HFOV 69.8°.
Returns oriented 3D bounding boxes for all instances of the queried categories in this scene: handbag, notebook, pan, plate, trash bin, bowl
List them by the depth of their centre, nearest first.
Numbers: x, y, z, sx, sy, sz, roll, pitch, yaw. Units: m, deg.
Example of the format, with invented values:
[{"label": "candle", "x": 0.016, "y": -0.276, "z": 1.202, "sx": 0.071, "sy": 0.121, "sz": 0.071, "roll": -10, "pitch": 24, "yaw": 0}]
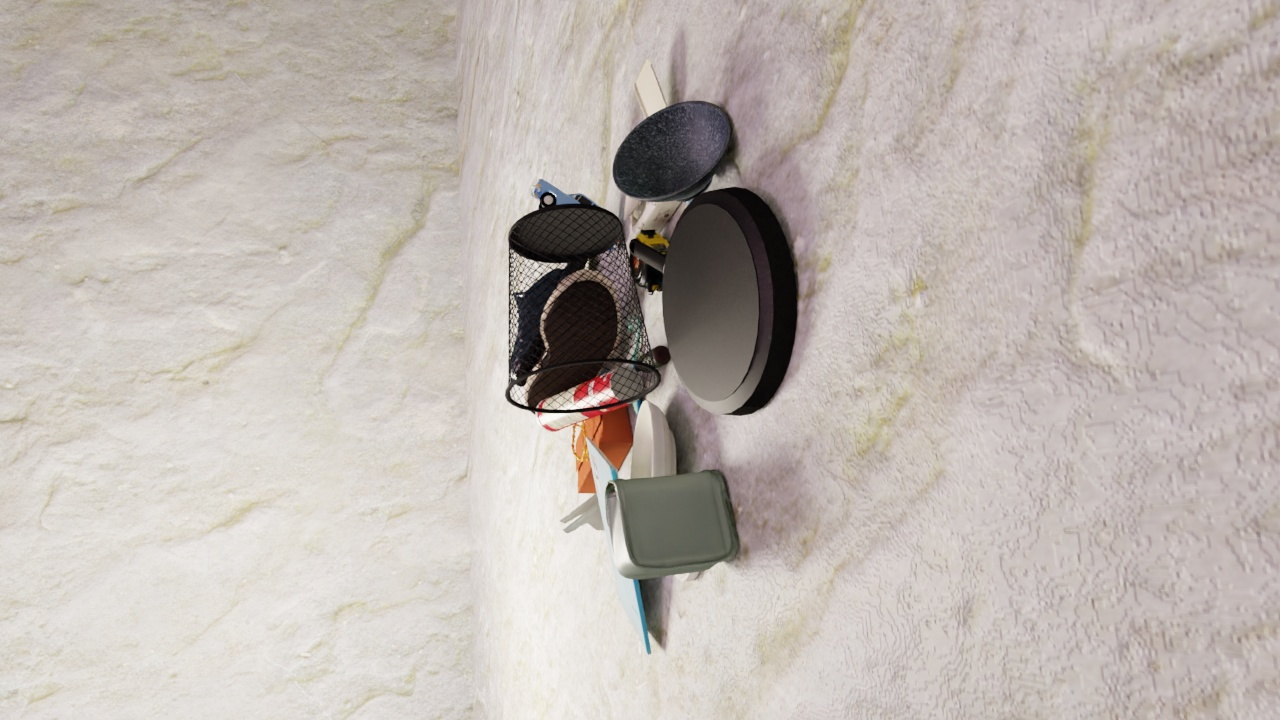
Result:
[{"label": "handbag", "x": 0.031, "y": 0.170, "z": 0.959, "sx": 0.067, "sy": 0.121, "sz": 0.106, "roll": 122, "pitch": 141, "yaw": -62}, {"label": "pan", "x": 0.052, "y": -0.079, "z": 0.962, "sx": 0.356, "sy": 0.034, "sz": 0.226, "roll": -140, "pitch": 51, "yaw": -58}, {"label": "bowl", "x": 0.043, "y": -0.209, "z": 0.985, "sx": 0.057, "sy": 0.137, "sz": 0.137, "roll": 49, "pitch": -161, "yaw": -47}, {"label": "plate", "x": 0.016, "y": 0.139, "z": 1.111, "sx": 0.182, "sy": 0.034, "sz": 0.182, "roll": -177, "pitch": 91, "yaw": -82}, {"label": "trash bin", "x": -0.080, "y": -0.064, "z": 1.117, "sx": 0.184, "sy": 0.184, "sz": 0.210, "roll": 128, "pitch": 138, "yaw": -63}, {"label": "notebook", "x": -0.031, "y": 0.240, "z": 1.229, "sx": 0.181, "sy": 0.009, "sz": 0.253, "roll": -152, "pitch": 50, "yaw": -74}, {"label": "handbag", "x": -0.066, "y": 0.113, "z": 1.367, "sx": 0.172, "sy": 0.060, "sz": 0.108, "roll": 115, "pitch": 153, "yaw": -54}]

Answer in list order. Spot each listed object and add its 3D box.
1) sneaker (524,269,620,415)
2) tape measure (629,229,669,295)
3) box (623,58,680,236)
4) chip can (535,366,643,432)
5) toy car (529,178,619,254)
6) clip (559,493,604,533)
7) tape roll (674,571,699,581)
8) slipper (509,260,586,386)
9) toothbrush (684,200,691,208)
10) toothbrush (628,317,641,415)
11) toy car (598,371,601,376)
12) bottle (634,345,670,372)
[{"label": "sneaker", "x": -0.097, "y": -0.042, "z": 1.347, "sx": 0.295, "sy": 0.111, "sz": 0.116, "roll": 110, "pitch": 166, "yaw": -47}, {"label": "tape measure", "x": 0.013, "y": -0.125, "z": 1.140, "sx": 0.072, "sy": 0.042, "sz": 0.072, "roll": -120, "pitch": 26, "yaw": -49}, {"label": "box", "x": 0.010, "y": -0.261, "z": 1.141, "sx": 0.144, "sy": 0.044, "sz": 0.184, "roll": 132, "pitch": 135, "yaw": -65}, {"label": "chip can", "x": -0.074, "y": 0.056, "z": 1.273, "sx": 0.215, "sy": 0.051, "sz": 0.051, "roll": -23, "pitch": 67, "yaw": 54}, {"label": "toy car", "x": -0.091, "y": -0.212, "z": 1.327, "sx": 0.054, "sy": 0.153, "sz": 0.056, "roll": -55, "pitch": 4, "yaw": -9}, {"label": "clip", "x": -0.068, "y": 0.224, "z": 1.378, "sx": 0.059, "sy": 0.102, "sz": 0.052, "roll": 46, "pitch": -171, "yaw": -51}, {"label": "tape roll", "x": 0.050, "y": 0.210, "z": 1.071, "sx": 0.093, "sy": 0.013, "sz": 0.093, "roll": 179, "pitch": 90, "yaw": -72}, {"label": "slipper", "x": -0.163, "y": -0.082, "z": 1.444, "sx": 0.109, "sy": 0.083, "sz": 0.264, "roll": 110, "pitch": -178, "yaw": -65}, {"label": "toothbrush", "x": 0.056, "y": -0.193, "z": 1.044, "sx": 0.022, "sy": 0.016, "sz": 0.155, "roll": -43, "pitch": -32, "yaw": -54}, {"label": "toothbrush", "x": -0.007, "y": 0.007, "z": 1.244, "sx": 0.022, "sy": 0.017, "sz": 0.135, "roll": 173, "pitch": 97, "yaw": -69}, {"label": "toy car", "x": -0.079, "y": 0.038, "z": 1.443, "sx": 0.106, "sy": 0.032, "sz": 0.048, "roll": 118, "pitch": 148, "yaw": -46}, {"label": "bottle", "x": 0.011, "y": 0.002, "z": 1.171, "sx": 0.106, "sy": 0.025, "sz": 0.025, "roll": 150, "pitch": 119, "yaw": -70}]
